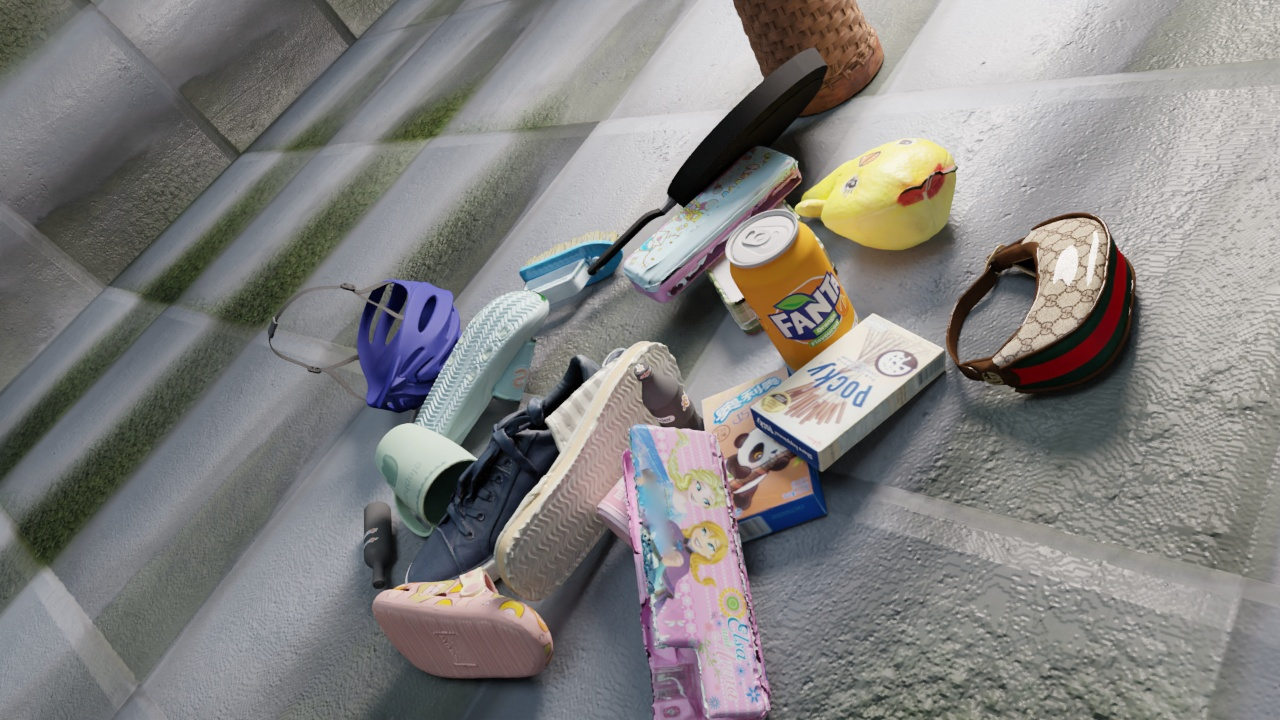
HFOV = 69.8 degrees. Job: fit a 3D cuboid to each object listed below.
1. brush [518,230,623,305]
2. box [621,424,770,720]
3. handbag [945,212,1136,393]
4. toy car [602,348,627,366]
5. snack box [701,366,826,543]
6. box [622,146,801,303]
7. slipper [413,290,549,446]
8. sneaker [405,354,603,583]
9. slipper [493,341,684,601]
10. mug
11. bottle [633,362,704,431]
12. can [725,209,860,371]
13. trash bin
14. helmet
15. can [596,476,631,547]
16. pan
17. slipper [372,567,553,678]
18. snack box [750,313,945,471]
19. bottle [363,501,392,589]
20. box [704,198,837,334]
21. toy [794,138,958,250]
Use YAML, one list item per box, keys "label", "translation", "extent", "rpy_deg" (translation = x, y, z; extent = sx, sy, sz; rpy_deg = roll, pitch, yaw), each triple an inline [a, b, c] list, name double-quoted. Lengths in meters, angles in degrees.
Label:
- label: "brush"
  translation: [-0.082, -0.111, 1.132]
  extent: [0.136, 0.055, 0.075]
  rpy_deg: [-20, 35, 23]
- label: "box"
  translation: [0.033, 0.152, 0.684]
  extent: [0.085, 0.077, 0.230]
  rpy_deg: [-14, 56, 9]
- label: "handbag"
  translation: [0.313, -0.049, 0.735]
  extent: [0.139, 0.063, 0.166]
  rpy_deg: [-12, 43, 45]
- label: "toy car"
  translation: [-0.006, 0.006, 0.968]
  extent: [0.090, 0.027, 0.038]
  rpy_deg: [6, 53, 43]
- label: "snack box"
  translation: [0.103, 0.080, 0.791]
  extent: [0.087, 0.034, 0.151]
  rpy_deg: [-23, 39, 18]
- label: "box"
  translation: [0.075, -0.147, 0.974]
  extent: [0.214, 0.036, 0.076]
  rpy_deg: [-42, 36, -9]
- label: "slipper"
  translation: [-0.181, 0.026, 1.063]
  extent: [0.245, 0.074, 0.104]
  rpy_deg: [-57, 37, 1]
- label: "sneaker"
  translation: [-0.133, 0.107, 0.889]
  extent: [0.294, 0.127, 0.121]
  rpy_deg: [-47, 36, -8]
- label: "slipper"
  translation: [-0.046, 0.093, 0.830]
  extent: [0.054, 0.114, 0.271]
  rpy_deg: [0, 46, 43]
- label: "mug"
  translation: [-0.230, 0.130, 0.973]
  extent: [0.104, 0.084, 0.111]
  rpy_deg: [28, 112, 34]
- label: "bottle"
  translation: [0.027, 0.042, 0.832]
  extent: [0.036, 0.110, 0.036]
  rpy_deg: [-23, 39, 20]
- label: "can"
  translation: [0.137, -0.060, 0.819]
  extent: [0.079, 0.142, 0.079]
  rpy_deg: [-23, 39, 20]
- label: "trash bin"
  translation: [0.187, -0.427, 1.113]
  extent: [0.151, 0.210, 0.151]
  rpy_deg: [-23, 38, 19]
- label: "helmet"
  translation: [-0.330, -0.034, 1.125]
  extent: [0.148, 0.227, 0.241]
  rpy_deg: [-59, 25, 25]
- label: "can"
  translation: [0.009, 0.123, 0.797]
  extent: [0.076, 0.067, 0.067]
  rpy_deg: [-48, 38, -14]
- label: "pan"
  translation: [0.074, -0.212, 1.047]
  extent: [0.357, 0.034, 0.225]
  rpy_deg: [-43, -3, 12]
- label: "slipper"
  translation: [-0.148, 0.228, 0.814]
  extent: [0.198, 0.093, 0.081]
  rpy_deg: [-5, 28, 34]
- label: "snack box"
  translation: [0.173, 0.023, 0.764]
  extent: [0.149, 0.026, 0.082]
  rpy_deg: [-35, 43, -19]
- label: "bottle"
  translation: [-0.283, 0.201, 0.991]
  extent: [0.030, 0.030, 0.113]
  rpy_deg: [-33, 37, 7]
- label: "box"
  translation: [0.120, -0.121, 0.980]
  extent: [0.118, 0.050, 0.205]
  rpy_deg: [-32, 37, 5]
- label: "toy"
  translation: [0.231, -0.163, 0.902]
  extent: [0.133, 0.092, 0.207]
  rpy_deg: [-33, 26, -8]
